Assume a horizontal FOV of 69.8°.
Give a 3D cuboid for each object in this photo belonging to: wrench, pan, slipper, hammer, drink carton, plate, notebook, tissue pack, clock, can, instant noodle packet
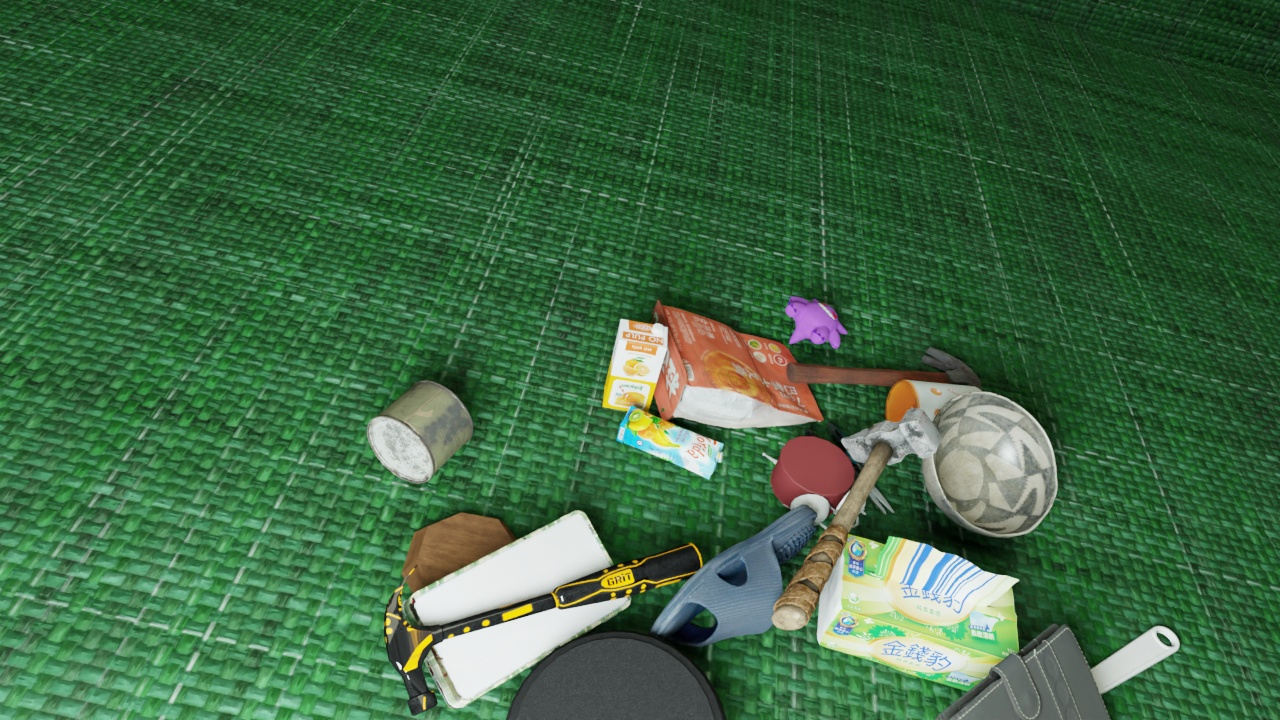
[{"bbox_3d":[0.500,0.346,0.996,0.272,0.018,0.066,-14,49,-29],"label":"wrench"},{"bbox_3d":[0.010,0.392,0.761,0.204,0.044,0.355,-21,57,-12],"label":"pan"},{"bbox_3d":[0.115,0.238,0.950,0.262,0.101,0.082,-24,62,-42],"label":"slipper"},{"bbox_3d":[-0.081,0.223,0.868,0.319,0.036,0.123,-10,69,-28],"label":"hammer"},{"bbox_3d":[-0.007,0.007,1.133,0.058,0.123,0.040,10,43,-6],"label":"drink carton"},{"bbox_3d":[-0.179,0.205,0.947,0.131,0.025,0.131,8,43,-8],"label":"plate"},{"bbox_3d":[0.376,0.365,0.874,0.208,0.030,0.169,-20,88,-35],"label":"notebook"},{"bbox_3d":[0.297,0.245,0.951,0.197,0.142,0.120,12,42,-3],"label":"tissue pack"},{"bbox_3d":[0.210,0.148,1.099,0.096,0.048,0.137,-7,47,-22],"label":"clock"},{"bbox_3d":[-0.243,0.078,1.015,0.090,0.090,0.074,28,44,13],"label":"can"},{"bbox_3d":[0.338,0.023,1.266,0.300,0.028,0.111,3,42,-20],"label":"hammer"},{"bbox_3d":[0.037,0.099,1.110,0.129,0.039,0.044,22,43,7],"label":"drink carton"},{"bbox_3d":[0.126,0.010,1.214,0.220,0.084,0.164,7,38,-21],"label":"instant noodle packet"},{"bbox_3d":[0.217,0.163,0.966,0.049,0.122,0.317,53,46,-10],"label":"hammer"}]

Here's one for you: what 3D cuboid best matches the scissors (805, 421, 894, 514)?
[{"bbox_3d":[0.267,0.130,1.158,0.126,0.019,0.143,16,44,0],"label":"scissors"}]

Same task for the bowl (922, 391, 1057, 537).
[{"bbox_3d":[0.417,0.134,1.136,0.178,0.081,0.178,4,72,-13],"label":"bowl"}]

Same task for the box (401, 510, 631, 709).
[{"bbox_3d":[-0.118,0.238,0.891,0.205,0.050,0.117,-25,79,-33],"label":"box"}]

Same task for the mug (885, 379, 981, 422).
[{"bbox_3d":[0.389,0.070,1.209,0.105,0.082,0.082,5,43,-13],"label":"mug"}]

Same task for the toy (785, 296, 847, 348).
[{"bbox_3d":[0.252,-0.054,1.322,0.087,0.056,0.106,-23,64,-39],"label":"toy"}]
